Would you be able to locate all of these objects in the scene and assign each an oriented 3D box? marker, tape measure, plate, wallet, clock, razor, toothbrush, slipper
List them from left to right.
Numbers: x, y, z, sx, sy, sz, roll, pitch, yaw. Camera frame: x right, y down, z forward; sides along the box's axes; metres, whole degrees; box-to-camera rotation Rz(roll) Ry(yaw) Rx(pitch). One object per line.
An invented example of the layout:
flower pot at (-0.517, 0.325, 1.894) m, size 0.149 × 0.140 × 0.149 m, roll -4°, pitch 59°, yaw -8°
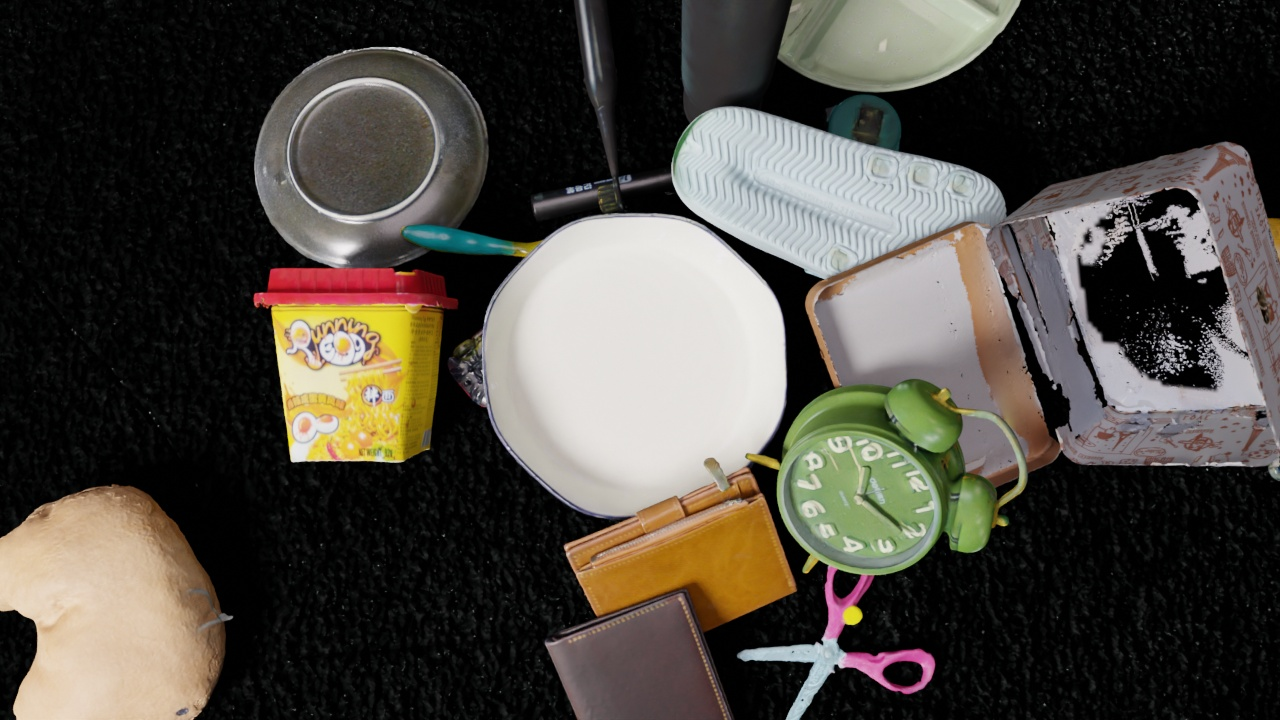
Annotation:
plate at (-0.203, -0.155, 0.684) m, size 0.179 × 0.024 × 0.179 m, roll 0°, pitch 81°, yaw 2°
razor at (-0.107, -0.085, 0.665) m, size 0.132 × 0.028 × 0.043 m, roll 6°, pitch 87°, yaw -2°
toothbrush at (-0.030, -0.207, 0.677) m, size 0.027 × 0.026 × 0.212 m, roll -8°, pitch 76°, yaw 7°
marker at (-0.015, -0.124, 0.675) m, size 0.132 × 0.020 × 0.022 m, roll -12°, pitch 109°, yaw -1°
plate at (-0.004, 0.004, 0.621) m, size 0.205 × 0.045 × 0.205 m, roll 0°, pitch 90°, yaw -8°
wallet at (0.004, 0.216, 0.594) m, size 0.096 × 0.020 × 0.122 m, roll -21°, pitch 103°, yaw -3°
wallet at (0.027, 0.132, 0.597) m, size 0.130 × 0.035 × 0.119 m, roll -22°, pitch 115°, yaw -1°
slipper at (0.135, -0.104, 0.635) m, size 0.245 × 0.074 × 0.104 m, roll 17°, pitch 95°, yaw -12°
tape measure at (0.162, -0.167, 0.673) m, size 0.058 × 0.025 × 0.054 m, roll 8°, pitch 82°, yaw 2°
plate at (0.173, -0.310, 0.683) m, size 0.230 × 0.027 × 0.230 m, roll 0°, pitch 88°, yaw 1°
clock at (0.156, 0.073, 0.572) m, size 0.162 × 0.056 × 0.116 m, roll -22°, pitch 101°, yaw 31°

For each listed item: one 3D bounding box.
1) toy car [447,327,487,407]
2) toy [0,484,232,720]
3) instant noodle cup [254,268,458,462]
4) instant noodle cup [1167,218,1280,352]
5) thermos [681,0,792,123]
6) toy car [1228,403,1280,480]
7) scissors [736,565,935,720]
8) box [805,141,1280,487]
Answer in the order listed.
toy car at (-0.085, -0.014, 0.651) m, size 0.106 × 0.031 × 0.049 m, roll -43°, pitch 86°, yaw -5°
toy at (-0.342, 0.194, 0.606) m, size 0.143 × 0.082 × 0.226 m, roll -24°, pitch 83°, yaw 3°
instant noodle cup at (-0.187, 0.003, 0.618) m, size 0.116 × 0.116 × 0.123 m, roll 0°, pitch 92°, yaw 1°
instant noodle cup at (0.424, -0.042, 0.601) m, size 0.114 × 0.118 × 0.118 m, roll 9°, pitch 81°, yaw 11°
thermos at (0.057, -0.227, 0.576) m, size 0.068 × 0.242 × 0.090 m, roll -2°, pitch 81°, yaw 0°
toy car at (0.420, 0.044, 0.614) m, size 0.120 × 0.054 × 0.036 m, roll 37°, pitch 86°, yaw 8°
scissors at (0.136, 0.198, 0.618) m, size 0.131 × 0.017 × 0.133 m, roll 29°, pitch 87°, yaw 4°
box at (0.258, -0.011, 0.584) m, size 0.272 × 0.132 × 0.179 m, roll -18°, pitch 103°, yaw 26°
